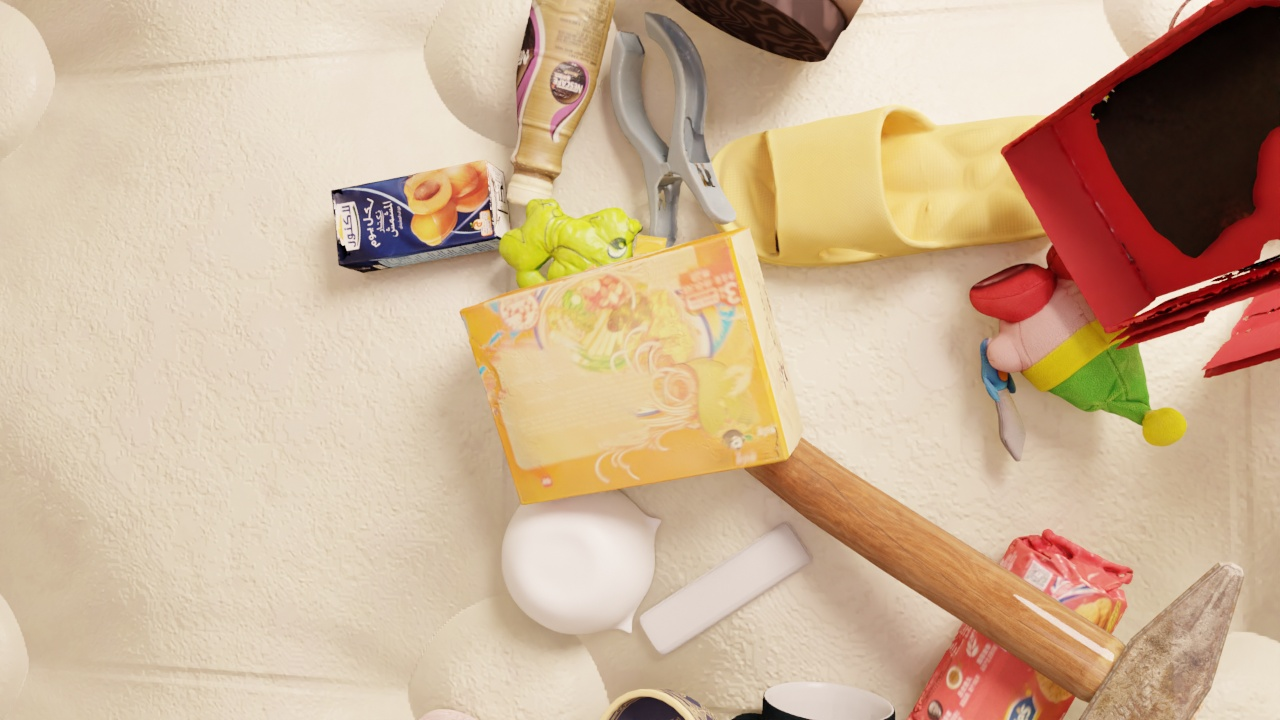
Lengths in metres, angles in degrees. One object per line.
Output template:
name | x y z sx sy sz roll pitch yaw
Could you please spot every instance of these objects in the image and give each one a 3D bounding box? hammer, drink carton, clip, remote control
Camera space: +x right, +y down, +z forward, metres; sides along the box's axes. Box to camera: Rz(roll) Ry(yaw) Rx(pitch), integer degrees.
hammer | 0.188 0.120 0.568 0.301 0.037 0.158 32 94 32
drink carton | -0.168 -0.108 0.700 0.130 0.040 0.064 -9 84 11
clip | 0.030 -0.168 0.641 0.113 0.028 0.163 -14 88 49
remote control | 0.060 0.163 0.654 0.131 0.012 0.033 -35 81 7

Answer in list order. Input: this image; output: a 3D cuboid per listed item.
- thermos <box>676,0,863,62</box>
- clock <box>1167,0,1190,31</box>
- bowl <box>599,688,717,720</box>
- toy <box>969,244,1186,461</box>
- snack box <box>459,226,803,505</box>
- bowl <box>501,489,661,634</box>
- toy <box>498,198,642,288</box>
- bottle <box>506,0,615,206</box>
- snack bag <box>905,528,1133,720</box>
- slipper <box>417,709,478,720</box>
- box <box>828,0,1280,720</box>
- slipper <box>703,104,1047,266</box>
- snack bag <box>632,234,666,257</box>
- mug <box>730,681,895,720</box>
thermos | 0.116 -0.330 0.598 0.173 0.172 0.226 27 99 11
clock | 0.406 -0.178 0.573 0.120 0.072 0.157 -44 81 6
bowl | 0.025 0.281 0.624 0.113 0.061 0.112 -13 70 41
toy | 0.276 -0.006 0.582 0.124 0.097 0.131 -29 101 -1
snack box | -0.004 0.004 0.620 0.196 0.080 0.145 -13 99 23
bowl | -0.050 0.143 0.657 0.115 0.050 0.114 -1 87 11
toy | -0.049 -0.081 0.670 0.093 0.036 0.094 41 98 -7
bottle | -0.065 -0.195 0.677 0.060 0.059 0.166 16 99 12
snack bag | 0.238 0.192 0.588 0.082 0.082 0.176 30 92 11
slipper | -0.077 0.338 0.646 0.239 0.064 0.094 32 93 13
box | 0.222 -0.033 0.421 0.350 0.217 0.198 -30 86 -20
slipper | 0.170 -0.118 0.614 0.264 0.078 0.099 -2 90 13
snack bag | 0.006 -0.040 0.663 0.026 0.020 0.099 6 101 16
mug | 0.106 0.270 0.610 0.122 0.085 0.094 1 86 39
